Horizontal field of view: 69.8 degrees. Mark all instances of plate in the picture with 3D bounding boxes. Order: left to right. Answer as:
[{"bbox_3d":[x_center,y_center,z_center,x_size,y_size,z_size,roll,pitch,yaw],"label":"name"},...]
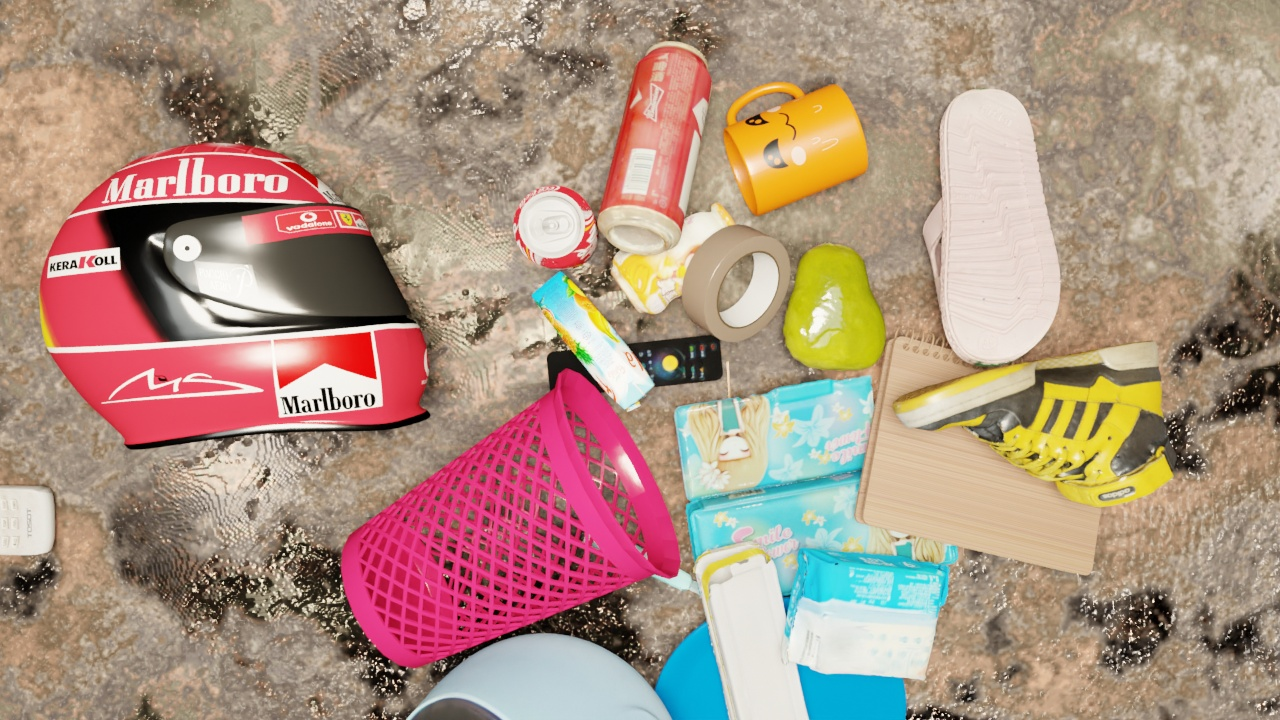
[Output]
[{"bbox_3d":[0.121,0.307,0.812,0.224,0.024,0.224,0,104,-2],"label":"plate"}]

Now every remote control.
[{"bbox_3d":[-0.587,0.139,0.808,0.138,0.025,0.060,1,94,0],"label":"remote control"},{"bbox_3d":[-0.005,0.005,0.801,0.152,0.020,0.041,-6,92,0],"label":"remote control"}]

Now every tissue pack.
[{"bbox_3d":[0.182,0.204,0.744,0.144,0.062,0.093,10,90,-20],"label":"tissue pack"}]

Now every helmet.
[{"bbox_3d":[-0.309,-0.053,0.710,0.271,0.198,0.224,-5,95,-8],"label":"helmet"},{"bbox_3d":[-0.055,0.334,0.742,0.226,0.166,0.265,-18,108,37],"label":"helmet"}]

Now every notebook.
[{"bbox_3d":[0.295,0.076,0.774,0.210,0.022,0.169,14,81,-9],"label":"notebook"}]

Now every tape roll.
[{"bbox_3d":[0.080,-0.064,0.762,0.093,0.030,0.094,-20,127,-30],"label":"tape roll"}]

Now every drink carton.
[{"bbox_3d":[-0.038,-0.015,0.768,0.038,0.044,0.129,-39,88,0],"label":"drink carton"}]

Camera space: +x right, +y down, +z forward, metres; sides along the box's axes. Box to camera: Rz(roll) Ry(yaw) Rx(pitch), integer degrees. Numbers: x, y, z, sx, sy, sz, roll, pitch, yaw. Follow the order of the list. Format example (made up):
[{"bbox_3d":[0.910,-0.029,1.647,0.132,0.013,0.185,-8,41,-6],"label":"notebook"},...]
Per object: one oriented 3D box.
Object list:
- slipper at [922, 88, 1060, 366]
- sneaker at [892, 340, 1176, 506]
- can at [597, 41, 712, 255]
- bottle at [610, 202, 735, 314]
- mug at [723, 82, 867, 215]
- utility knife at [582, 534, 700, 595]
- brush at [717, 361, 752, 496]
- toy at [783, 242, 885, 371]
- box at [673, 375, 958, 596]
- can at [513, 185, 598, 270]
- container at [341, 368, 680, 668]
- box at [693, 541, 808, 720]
[{"bbox_3d":[0.290,-0.108,0.771,0.094,0.064,0.239,2,77,-1],"label":"slipper"},{"bbox_3d":[0.315,0.060,0.722,0.238,0.086,0.122,-10,83,-15],"label":"sneaker"},{"bbox_3d":[0.013,-0.171,0.738,0.067,0.067,0.170,12,71,-1],"label":"can"},{"bbox_3d":[0.030,-0.088,0.773,0.109,0.063,0.063,-35,93,2],"label":"bottle"},{"bbox_3d":[0.121,-0.187,0.765,0.096,0.078,0.112,-22,63,1],"label":"mug"},{"bbox_3d":[0.006,0.181,0.816,0.120,0.015,0.022,28,103,-3],"label":"utility knife"},{"bbox_3d":[0.081,0.069,0.806,0.048,0.017,0.126,-4,94,0],"label":"brush"},{"bbox_3d":[0.166,-0.046,0.781,0.090,0.051,0.110,2,92,-3],"label":"toy"},{"bbox_3d":[0.150,0.106,0.786,0.227,0.039,0.182,-10,101,-3],"label":"box"},{"bbox_3d":[-0.068,-0.107,0.749,0.064,0.104,0.064,0,94,0],"label":"can"},{"bbox_3d":[-0.111,0.141,0.744,0.226,0.183,0.183,-30,94,10],"label":"container"},{"bbox_3d":[0.096,0.252,0.771,0.065,0.044,0.210,-17,104,-11],"label":"box"}]
